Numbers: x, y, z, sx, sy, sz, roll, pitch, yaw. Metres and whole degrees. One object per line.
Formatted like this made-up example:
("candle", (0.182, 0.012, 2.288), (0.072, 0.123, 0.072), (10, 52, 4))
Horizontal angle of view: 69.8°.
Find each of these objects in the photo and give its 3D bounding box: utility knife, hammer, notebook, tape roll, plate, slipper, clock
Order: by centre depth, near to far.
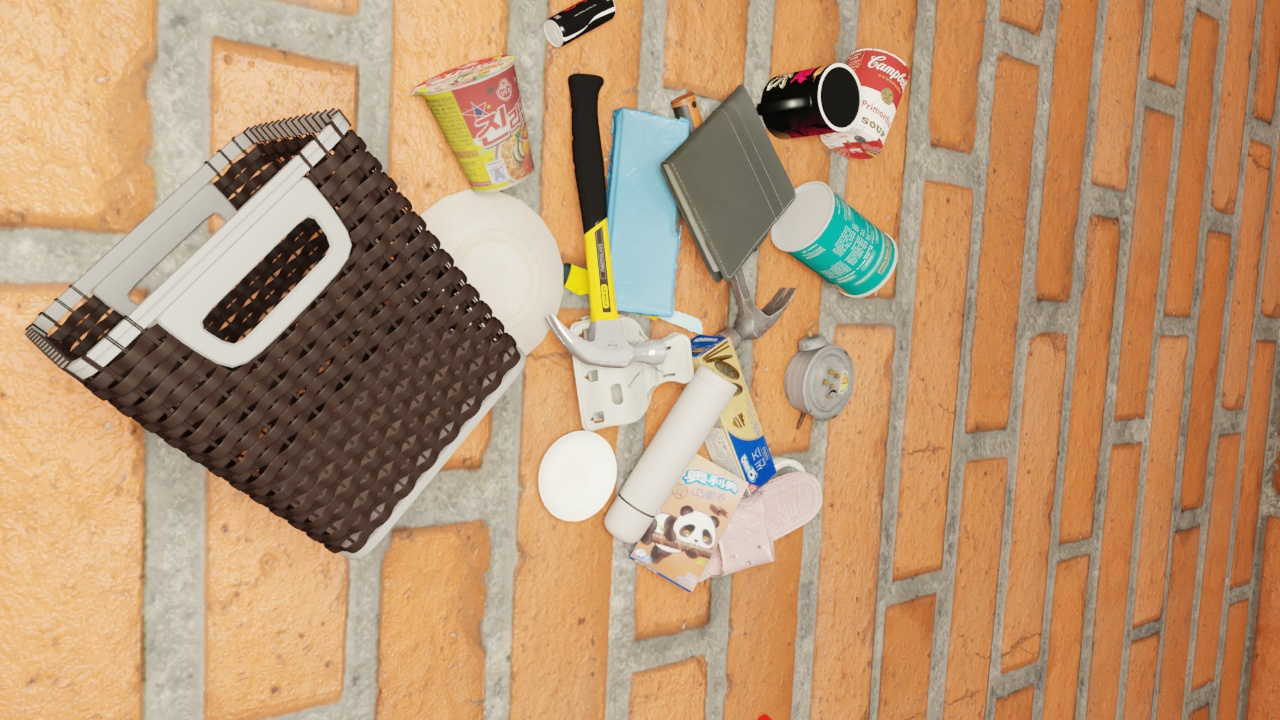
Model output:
("plate", (-0.157, -0.083, 0.952), (0.188, 0.027, 0.189), (-4, 98, -33))
("hammer", (-0.049, -0.152, 0.991), (0.127, 0.029, 0.323), (-4, 85, -22))
("plate", (-0.076, 0.129, 1.045), (0.104, 0.026, 0.104), (-6, 100, -36))
("utility knife", (-0.006, -0.067, 1.079), (0.217, 0.019, 0.030), (19, 90, -32))
("notebook", (0.110, -0.210, 1.093), (0.208, 0.030, 0.169), (-49, 121, -38))
("hammer", (0.108, -0.178, 1.141), (0.137, 0.035, 0.314), (-31, 113, -31))
("slipper", (0.147, 0.214, 1.184), (0.238, 0.064, 0.094), (-22, 108, -24))
("clock", (0.243, 0.016, 1.251), (0.103, 0.056, 0.148), (-23, 111, -33))
("tape roll", (0.192, 0.181, 1.257), (0.093, 0.018, 0.094), (-5, 98, -36))

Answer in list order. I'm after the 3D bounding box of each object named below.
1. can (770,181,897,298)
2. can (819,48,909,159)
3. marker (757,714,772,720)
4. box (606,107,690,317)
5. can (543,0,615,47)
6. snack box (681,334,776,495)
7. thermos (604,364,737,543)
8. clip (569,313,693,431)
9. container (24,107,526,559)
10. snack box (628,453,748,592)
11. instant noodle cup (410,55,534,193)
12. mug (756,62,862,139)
("can", (0.257, -0.158, 1.212), (0.144, 0.099, 0.099), (27, 79, -36))
("can", (0.300, -0.342, 1.231), (0.086, 0.087, 0.116), (30, 77, -35))
("marker", (0.212, 0.551, 1.312), (0.145, 0.024, 0.021), (50, 59, -30))
("box", (0.000, -0.167, 1.054), (0.093, 0.054, 0.231), (5, 88, -20))
("can", (-0.065, -0.368, 0.989), (0.080, 0.032, 0.031), (-39, 117, -27))
("snack box", (0.108, 0.069, 1.156), (0.057, 0.056, 0.207), (-35, 115, -29))
("thermos", (0.032, 0.112, 1.075), (0.052, 0.052, 0.224), (30, 94, -35))
("clip", (-0.017, 0.004, 1.056), (0.152, 0.099, 0.126), (-14, 105, -33))
("container", (-0.281, -0.019, 0.742), (0.246, 0.246, 0.243), (-52, 125, -20))
("snack box", (0.059, 0.195, 1.122), (0.087, 0.034, 0.151), (29, 75, 3))
("instant noodle cup", (-0.152, -0.231, 0.907), (0.100, 0.100, 0.112), (-36, 122, -28))
("mug", (0.201, -0.322, 1.152), (0.117, 0.098, 0.082), (-17, 105, -34))
